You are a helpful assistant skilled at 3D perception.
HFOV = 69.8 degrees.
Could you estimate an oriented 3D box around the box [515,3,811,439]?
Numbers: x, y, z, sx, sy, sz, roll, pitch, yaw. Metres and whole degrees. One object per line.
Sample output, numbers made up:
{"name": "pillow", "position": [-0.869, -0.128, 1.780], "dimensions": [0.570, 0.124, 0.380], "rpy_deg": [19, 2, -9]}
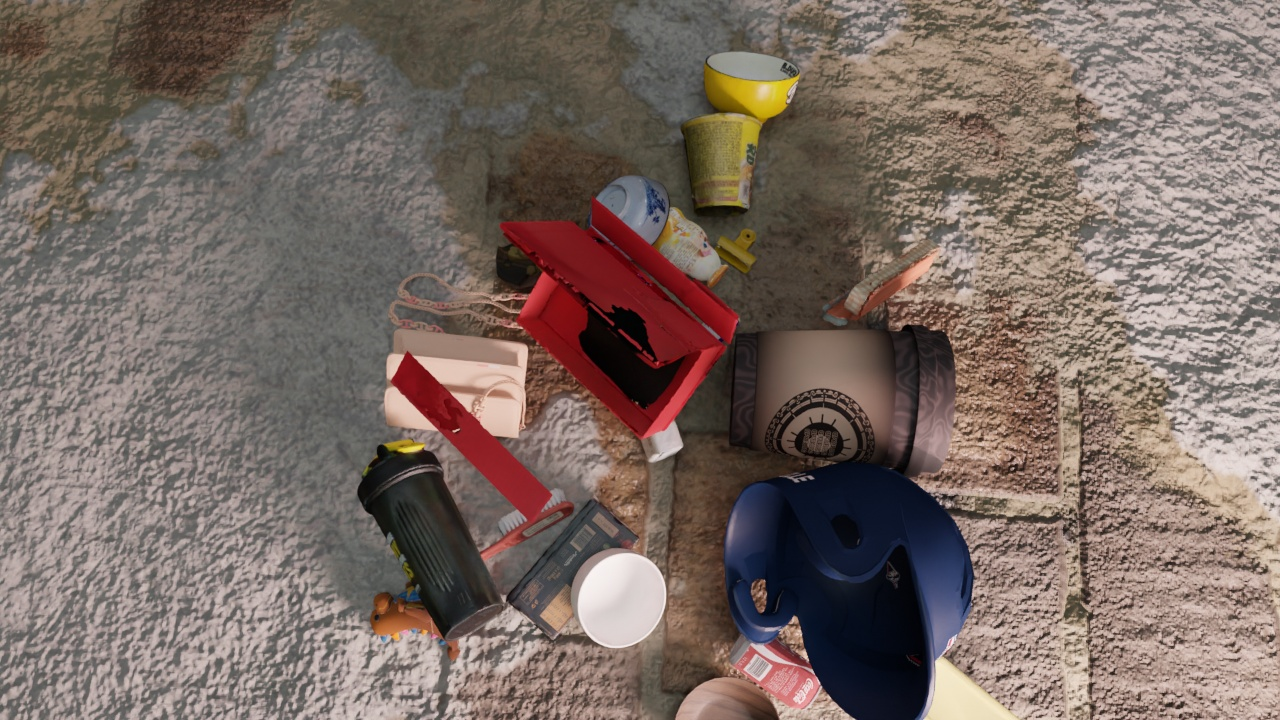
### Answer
{"name": "box", "position": [0.012, -0.115, 0.896], "dimensions": [0.211, 0.411, 0.107], "rpy_deg": [43, 50, 17]}

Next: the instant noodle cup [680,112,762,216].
{"name": "instant noodle cup", "position": [0.099, -0.236, 1.118], "dimensions": [0.102, 0.102, 0.108], "rpy_deg": [0, 87, -3]}

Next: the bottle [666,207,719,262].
{"name": "bottle", "position": [0.055, -0.134, 1.106], "dimensions": [0.109, 0.063, 0.063], "rpy_deg": [42, 79, 8]}

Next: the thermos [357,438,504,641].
{"name": "thermos", "position": [-0.228, 0.188, 0.993], "dimensions": [0.098, 0.098, 0.220], "rpy_deg": [-31, 67, -8]}

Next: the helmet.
{"name": "helmet", "position": [0.233, 0.236, 0.943], "dimensions": [0.222, 0.233, 0.271], "rpy_deg": [0, 59, -21]}

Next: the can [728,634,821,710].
{"name": "can", "position": [0.150, 0.340, 1.016], "dimensions": [0.096, 0.054, 0.054], "rpy_deg": [35, 79, 5]}

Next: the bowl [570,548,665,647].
{"name": "bowl", "position": [-0.029, 0.258, 1.016], "dimensions": [0.104, 0.054, 0.105], "rpy_deg": [-1, 93, -22]}

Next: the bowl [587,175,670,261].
{"name": "bowl", "position": [-0.024, -0.176, 1.090], "dimensions": [0.114, 0.045, 0.114], "rpy_deg": [-18, 58, 32]}

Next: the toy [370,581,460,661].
{"name": "toy", "position": [-0.249, 0.297, 1.020], "dimensions": [0.090, 0.070, 0.103], "rpy_deg": [-20, 102, 6]}

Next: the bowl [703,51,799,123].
{"name": "bowl", "position": [0.134, -0.334, 1.140], "dimensions": [0.117, 0.068, 0.117], "rpy_deg": [4, 34, -3]}

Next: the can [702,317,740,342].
{"name": "can", "position": [0.077, -0.024, 1.100], "dimensions": [0.032, 0.032, 0.095], "rpy_deg": [42, 80, 6]}

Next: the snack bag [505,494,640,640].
{"name": "snack bag", "position": [-0.077, 0.237, 1.046], "dimensions": [0.074, 0.018, 0.155], "rpy_deg": [41, 80, 5]}

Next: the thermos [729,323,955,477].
{"name": "thermos", "position": [0.217, 0.040, 1.030], "dimensions": [0.226, 0.173, 0.172], "rpy_deg": [4, 78, 5]}

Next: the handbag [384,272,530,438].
{"name": "handbag", "position": [-0.198, 0.002, 1.085], "dimensions": [0.198, 0.117, 0.186], "rpy_deg": [6, 36, -6]}

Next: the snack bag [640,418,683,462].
{"name": "snack bag", "position": [-0.006, 0.006, 1.068], "dimensions": [0.041, 0.077, 0.225], "rpy_deg": [-16, 79, -11]}

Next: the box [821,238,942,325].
{"name": "box", "position": [0.283, -0.095, 1.065], "dimensions": [0.186, 0.079, 0.054], "rpy_deg": [-30, 102, -39]}

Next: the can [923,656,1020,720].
{"name": "can", "position": [0.331, 0.375, 0.989], "dimensions": [0.135, 0.104, 0.075], "rpy_deg": [39, 79, 6]}

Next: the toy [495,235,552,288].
{"name": "toy", "position": [-0.122, -0.116, 1.094], "dimensions": [0.100, 0.063, 0.076], "rpy_deg": [10, 59, 18]}

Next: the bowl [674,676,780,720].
{"name": "bowl", "position": [0.094, 0.408, 1.010], "dimensions": [0.119, 0.032, 0.119], "rpy_deg": [0, 78, -2]}

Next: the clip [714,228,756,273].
{"name": "clip", "position": [0.123, -0.140, 1.129], "dimensions": [0.054, 0.045, 0.049], "rpy_deg": [35, 104, 7]}

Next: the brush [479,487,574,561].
{"name": "brush", "position": [-0.156, 0.199, 1.045], "dimensions": [0.172, 0.041, 0.030], "rpy_deg": [-30, 63, -6]}
